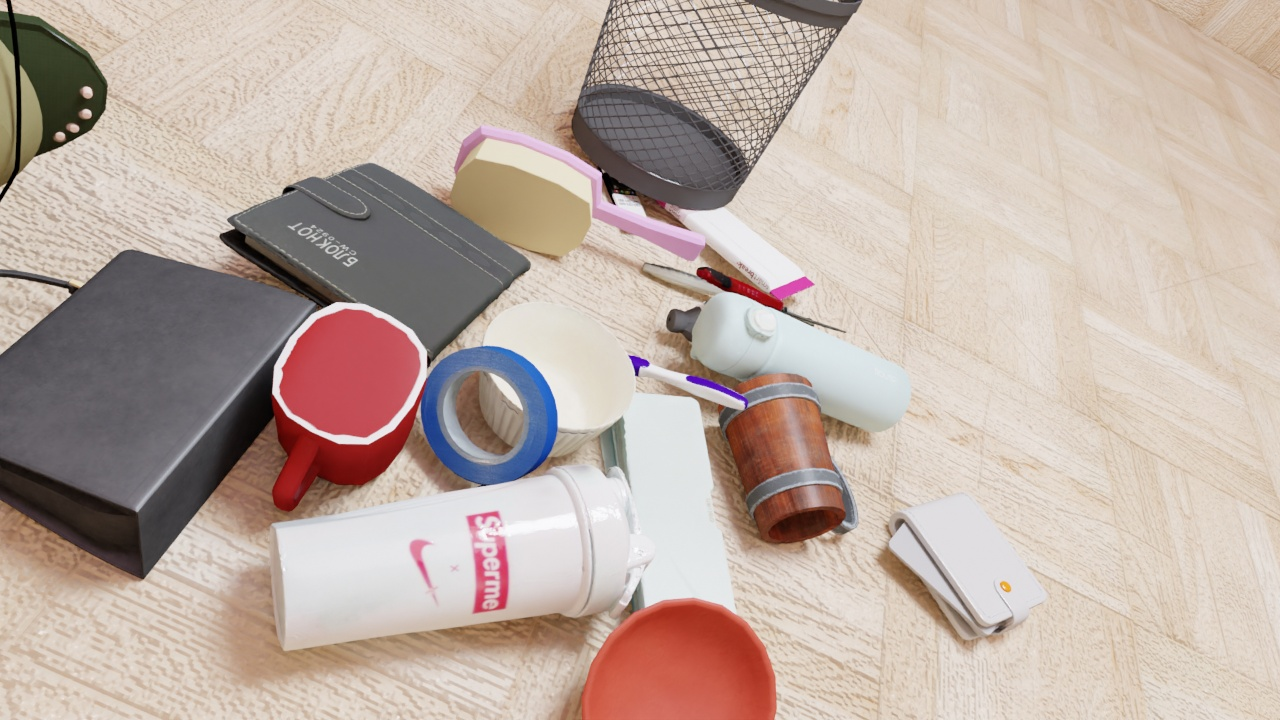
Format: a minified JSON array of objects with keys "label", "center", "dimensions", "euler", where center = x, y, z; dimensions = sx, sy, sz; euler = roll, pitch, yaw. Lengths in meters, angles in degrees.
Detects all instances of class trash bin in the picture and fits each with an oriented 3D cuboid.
[{"label":"trash bin","center":[0.060,-0.295,0.886],"dimensions":[0.217,0.228,0.217],"euler":[18,38,-15]}]

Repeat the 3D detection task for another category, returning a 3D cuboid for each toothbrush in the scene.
[{"label":"toothbrush","center":[-0.004,0.004,0.718],"dimensions":[0.187,0.015,0.016],"euler":[18,39,12]}]

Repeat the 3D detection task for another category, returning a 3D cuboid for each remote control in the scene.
[{"label":"remote control","center":[-0.022,-0.172,0.905],"dimensions":[0.028,0.012,0.124],"euler":[0,53,-30]}]

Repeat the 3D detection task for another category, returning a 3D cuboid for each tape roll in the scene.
[{"label":"tape roll","center":[-0.100,0.036,0.606],"dimensions":[0.093,0.091,0.016],"euler":[68,21,2]}]

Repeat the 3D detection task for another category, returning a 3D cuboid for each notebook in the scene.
[{"label":"notebook","center":[-0.185,-0.083,0.684],"dimensions":[0.169,0.029,0.208],"euler":[33,23,-3]}]

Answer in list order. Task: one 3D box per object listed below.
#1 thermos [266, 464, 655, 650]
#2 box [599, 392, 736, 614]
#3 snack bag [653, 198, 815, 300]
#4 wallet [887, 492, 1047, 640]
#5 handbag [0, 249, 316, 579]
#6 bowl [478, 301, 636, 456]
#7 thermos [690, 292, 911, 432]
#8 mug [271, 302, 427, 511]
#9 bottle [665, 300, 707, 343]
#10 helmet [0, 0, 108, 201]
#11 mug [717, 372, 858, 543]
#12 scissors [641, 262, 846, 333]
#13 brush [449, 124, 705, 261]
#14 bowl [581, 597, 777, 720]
[{"label":"thermos","center":[-0.102,0.120,0.550],"dimensions":[0.220,0.100,0.099],"euler":[-4,55,-27]},{"label":"box","center":[0.018,0.112,0.652],"dimensions":[0.083,0.067,0.198],"euler":[24,42,-37]},{"label":"snack bag","center":[0.082,-0.126,0.908],"dimensions":[0.196,0.016,0.070],"euler":[42,40,20]},{"label":"wallet","center":[0.257,0.168,0.746],"dimensions":[0.115,0.038,0.118],"euler":[-7,53,-34]},{"label":"handbag","center":[-0.329,0.002,0.542],"dimensions":[0.196,0.072,0.175],"euler":[25,44,-3]},{"label":"bowl","center":[-0.068,0.020,0.672],"dimensions":[0.115,0.063,0.115],"euler":[16,46,-17]},{"label":"thermos","center":[0.136,0.003,0.773],"dimensions":[0.206,0.078,0.065],"euler":[21,64,-29]},{"label":"mug","center":[-0.185,0.036,0.558],"dimensions":[0.080,0.097,0.116],"euler":[29,63,-6]},{"label":"bottle","center":[0.076,-0.026,0.807],"dimensions":[0.112,0.047,0.047],"euler":[10,48,-23]},{"label":"helmet","center":[-0.429,-0.177,0.485],"dimensions":[0.232,0.256,0.250],"euler":[-4,53,-36]},{"label":"mug","center":[0.124,0.082,0.725],"dimensions":[0.117,0.082,0.111],"euler":[20,46,-40]},{"label":"scissors","center":[0.089,-0.060,0.832],"dimensions":[0.179,0.015,0.198],"euler":[17,0,25]},{"label":"brush","center":[-0.051,-0.126,0.793],"dimensions":[0.228,0.089,0.043],"euler":[20,50,-14]},{"label":"bowl","center":[0.020,0.203,0.554],"dimensions":[0.122,0.035,0.122],"euler":[2,84,-17]}]
